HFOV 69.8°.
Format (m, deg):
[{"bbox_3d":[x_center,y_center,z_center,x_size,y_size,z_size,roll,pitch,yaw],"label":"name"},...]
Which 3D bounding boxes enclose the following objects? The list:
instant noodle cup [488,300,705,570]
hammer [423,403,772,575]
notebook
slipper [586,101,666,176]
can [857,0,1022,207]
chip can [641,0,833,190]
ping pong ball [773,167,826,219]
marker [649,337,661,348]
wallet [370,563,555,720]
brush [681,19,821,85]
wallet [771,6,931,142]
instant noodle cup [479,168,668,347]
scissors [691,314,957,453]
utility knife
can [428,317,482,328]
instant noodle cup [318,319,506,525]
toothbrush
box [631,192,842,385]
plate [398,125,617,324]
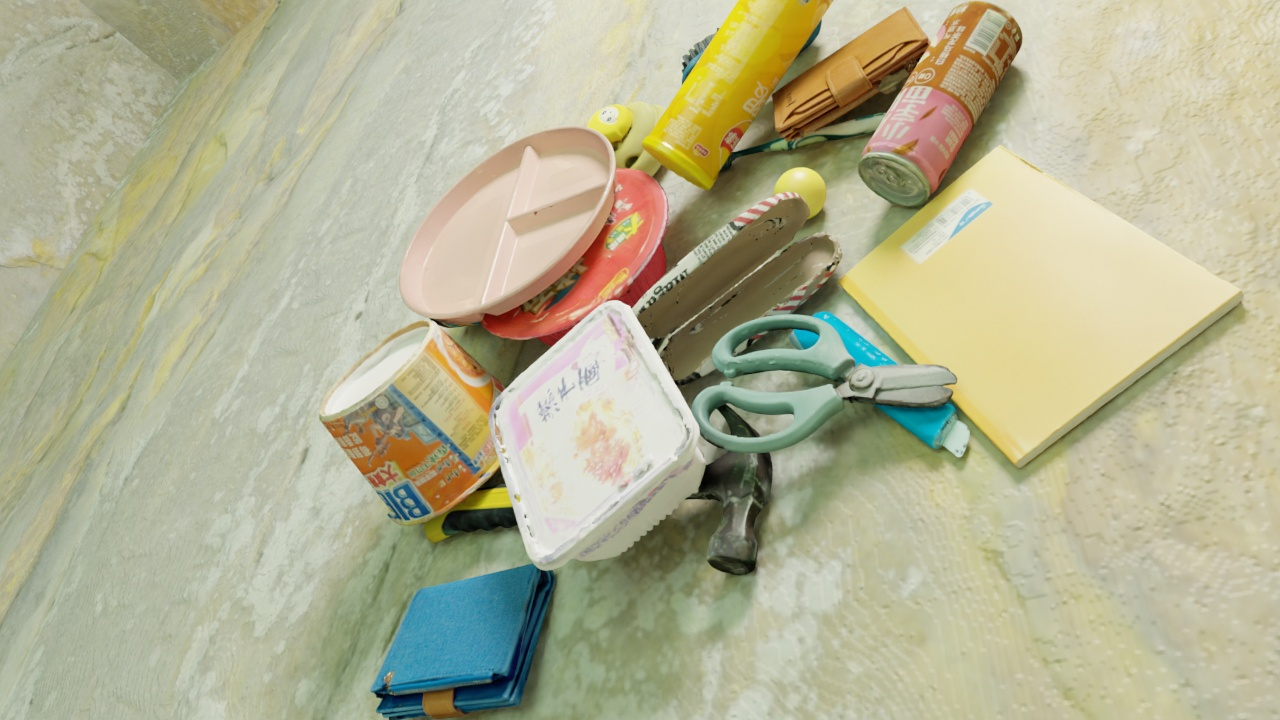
[{"bbox_3d":[-0.025,0.055,0.624,0.138,0.060,0.173,-41,37,10],"label":"instant noodle cup"},{"bbox_3d":[-0.046,0.099,0.681,0.324,0.032,0.125,-13,50,37],"label":"hammer"},{"bbox_3d":[0.226,-0.045,0.563,0.146,0.010,0.206,-41,38,9],"label":"notebook"},{"bbox_3d":[-0.055,-0.190,0.903,0.191,0.081,0.091,-37,41,18],"label":"slipper"},{"bbox_3d":[0.214,-0.184,0.655,0.058,0.058,0.147,19,72,50],"label":"can"},{"bbox_3d":[0.087,-0.253,0.782,0.213,0.072,0.072,-57,37,5],"label":"chip can"},{"bbox_3d":[0.123,-0.128,0.709,0.040,0.040,0.040,-25,43,26],"label":"ping pong ball"},{"bbox_3d":[-0.004,0.004,0.739,0.018,0.015,0.124,14,65,48],"label":"marker"},{"bbox_3d":[-0.127,0.203,0.663,0.133,0.040,0.106,-20,37,31],"label":"wallet"},{"bbox_3d":[0.102,-0.283,0.852,0.144,0.055,0.073,-27,45,24],"label":"brush"},{"bbox_3d":[0.169,-0.232,0.748,0.132,0.031,0.107,-29,25,23],"label":"wallet"},{"bbox_3d":[-0.049,-0.078,0.800,0.194,0.066,0.193,-20,45,21],"label":"instant noodle cup"},{"bbox_3d":[0.119,-0.002,0.590,0.186,0.019,0.129,-14,46,22],"label":"scissors"},{"bbox_3d":[0.150,0.012,0.580,0.034,0.018,0.159,-46,40,3],"label":"utility knife"},{"bbox_3d":[-0.159,-0.073,0.903,0.111,0.075,0.075,-4,55,42],"label":"can"},{"bbox_3d":[-0.186,0.045,0.767,0.151,0.111,0.151,-30,24,15],"label":"instant noodle cup"},{"bbox_3d":[0.129,-0.181,0.770,0.192,0.016,0.018,-3,66,43],"label":"toothbrush"},{"bbox_3d":[0.060,-0.059,0.673,0.163,0.087,0.076,-39,23,15],"label":"box"},{"bbox_3d":[-0.117,-0.120,0.816,0.230,0.028,0.229,-20,44,21],"label":"plate"}]
